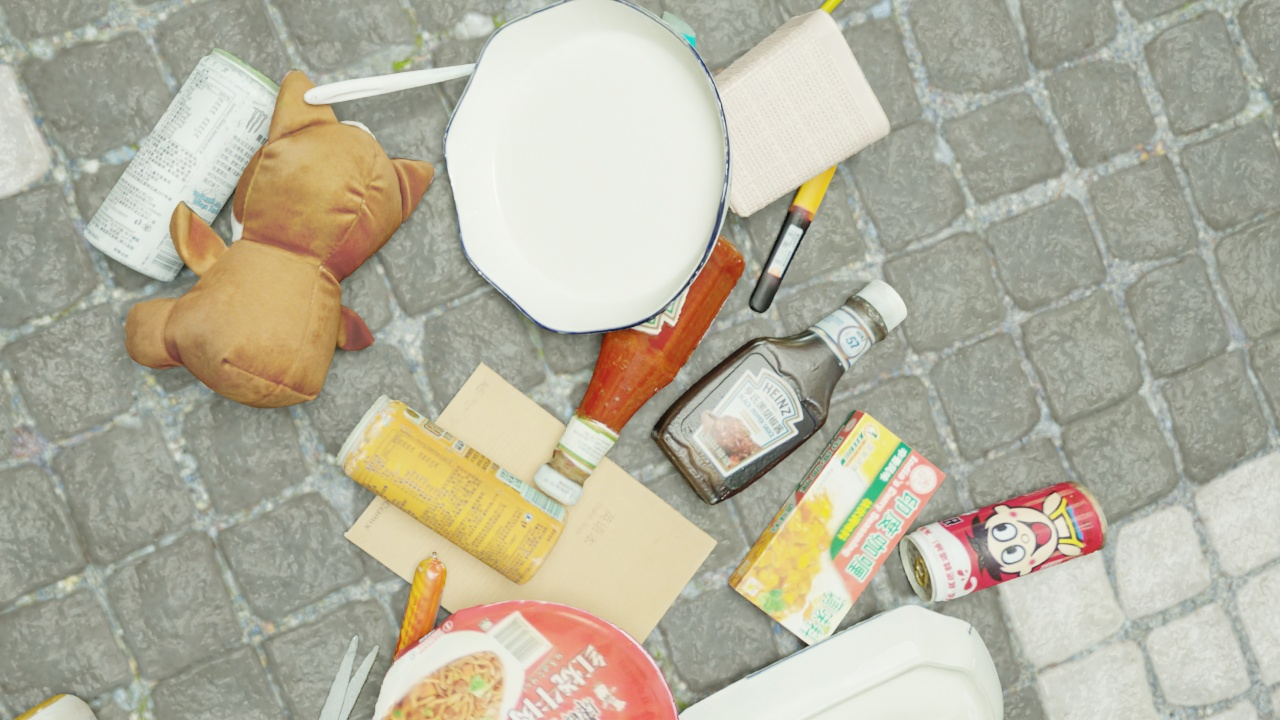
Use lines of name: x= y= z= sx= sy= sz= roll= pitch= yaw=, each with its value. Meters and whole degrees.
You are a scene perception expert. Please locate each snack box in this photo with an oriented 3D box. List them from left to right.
snack box: x=0.139 y=0.120 z=0.653 sx=0.077 sy=0.027 sz=0.155 roll=37 pitch=87 yaw=-7

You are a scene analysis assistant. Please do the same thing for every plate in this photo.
plate: x=-0.031 y=-0.119 z=0.578 sx=0.205 sy=0.045 sz=0.205 roll=6 pitch=103 yaw=29
plate: x=0.138 y=0.278 z=0.637 sx=0.265 sy=0.034 sz=0.162 roll=-23 pitch=103 yaw=-5

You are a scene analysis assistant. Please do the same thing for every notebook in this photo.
notebook: x=-0.073 y=0.123 z=0.638 sx=0.211 sy=0.012 sz=0.149 roll=38 pitch=86 yaw=-6

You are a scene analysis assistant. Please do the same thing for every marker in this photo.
marker: x=0.108 y=-0.091 z=0.656 sx=0.018 sy=0.015 sz=0.124 roll=25 pitch=90 yaw=-10

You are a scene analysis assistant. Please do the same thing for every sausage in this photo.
sausage: x=-0.156 y=0.206 z=0.615 sx=0.021 sy=0.021 sz=0.165 roll=15 pitch=95 yaw=-7

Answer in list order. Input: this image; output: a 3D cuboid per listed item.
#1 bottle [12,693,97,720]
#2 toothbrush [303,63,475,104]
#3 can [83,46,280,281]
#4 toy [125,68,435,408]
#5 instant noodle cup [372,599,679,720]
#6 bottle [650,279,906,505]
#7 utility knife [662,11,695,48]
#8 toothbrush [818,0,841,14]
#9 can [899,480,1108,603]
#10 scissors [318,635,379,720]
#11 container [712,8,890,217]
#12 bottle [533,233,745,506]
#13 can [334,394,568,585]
bottle: x=-0.341 y=0.305 z=0.578 sx=0.068 sy=0.068 sz=0.189 roll=-31 pitch=93 yaw=-6
toothbrush: x=-0.131 y=-0.186 z=0.586 sx=0.179 sy=0.016 sz=0.016 roll=-26 pitch=84 yaw=-36
can: x=-0.288 y=-0.124 z=0.588 sx=0.058 sy=0.058 sz=0.146 roll=33 pitch=86 yaw=-6
toy: x=-0.219 y=-0.070 z=0.577 sx=0.130 sy=0.140 sz=0.199 roll=23 pitch=85 yaw=35
instant noodle cup: x=-0.072 y=0.236 z=0.601 sx=0.194 sy=0.066 sz=0.194 roll=0 pitch=99 yaw=-1
bottle: x=0.102 y=0.016 z=0.641 sx=0.194 sy=0.044 sz=0.080 roll=-38 pitch=95 yaw=-6
utility knife: x=0.019 y=-0.168 z=0.647 sx=0.029 sy=0.013 sz=0.151 roll=6 pitch=92 yaw=-5
toothbrush: x=0.143 y=-0.257 z=0.659 sx=0.016 sy=0.016 sz=0.190 roll=44 pitch=85 yaw=-9
can: x=0.257 y=0.129 z=0.654 sx=0.132 sy=0.053 sz=0.053 roll=-16 pitch=92 yaw=-6
scissors: x=-0.211 y=0.275 z=0.622 sx=0.173 sy=0.012 sz=0.125 roll=-40 pitch=93 yaw=-6
container: x=0.085 y=-0.159 z=0.608 sx=0.111 sy=0.090 sz=0.090 roll=-33 pitch=107 yaw=4
bottle: x=-0.004 y=0.004 z=0.620 sx=0.060 sy=0.060 sz=0.206 roll=33 pitch=86 yaw=-6
can: x=-0.121 y=0.084 z=0.596 sx=0.146 sy=0.058 sz=0.058 roll=34 pitch=86 yaw=-6
